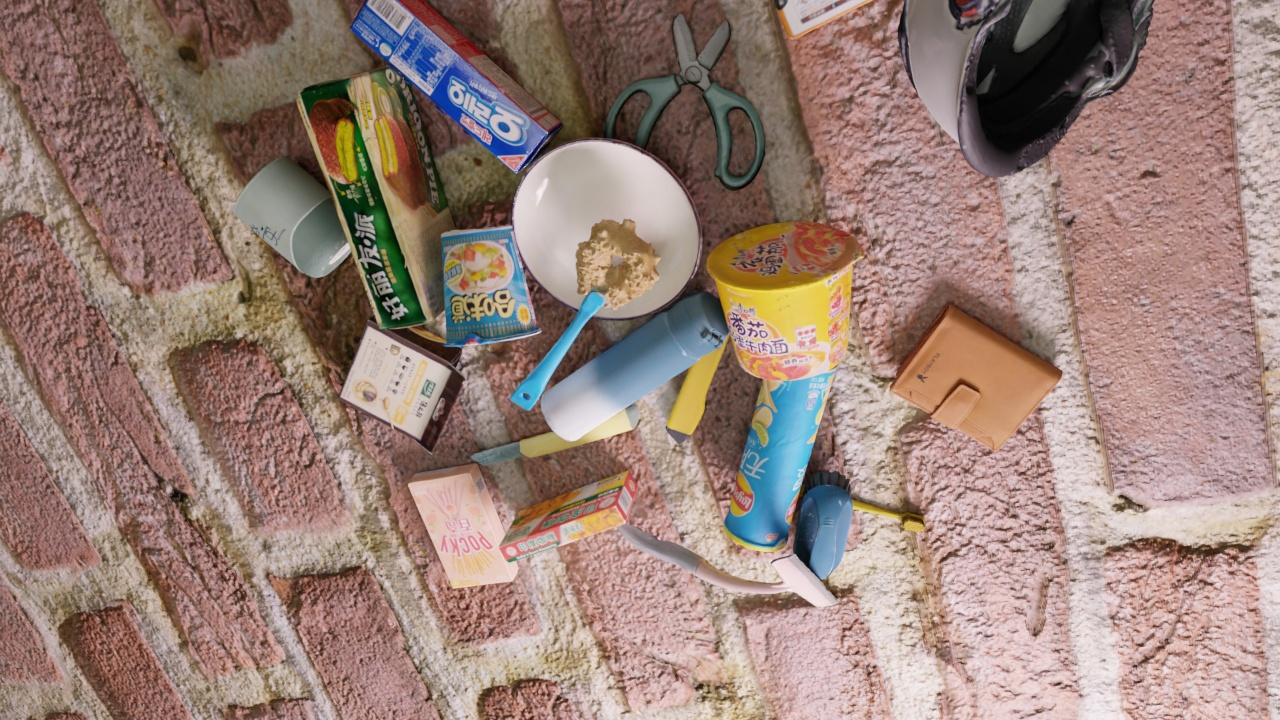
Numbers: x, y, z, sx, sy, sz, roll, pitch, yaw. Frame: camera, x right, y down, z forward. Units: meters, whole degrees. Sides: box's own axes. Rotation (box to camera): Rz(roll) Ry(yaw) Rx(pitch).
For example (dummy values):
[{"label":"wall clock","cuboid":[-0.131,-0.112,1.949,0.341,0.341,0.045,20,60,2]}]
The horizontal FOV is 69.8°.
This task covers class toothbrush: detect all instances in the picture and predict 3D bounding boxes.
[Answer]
[{"label":"toothbrush","cuboid":[0.218,0.156,1.007,0.190,0.016,0.016,15,116,5]}]

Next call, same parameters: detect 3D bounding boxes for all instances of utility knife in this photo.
[{"label":"utility knife","cuboid":[-0.097,0.090,1.041,0.212,0.022,0.031,-18,108,11]},{"label":"utility knife","cuboid":[0.065,0.017,0.977,0.033,0.015,0.171,19,115,-4]}]

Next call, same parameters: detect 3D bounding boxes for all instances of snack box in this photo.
[{"label":"snack box","cuboid":[-0.082,0.178,1.045,0.156,0.076,0.027,-22,107,20]},{"label":"snack box","cuboid":[-0.172,-0.269,0.872,0.207,0.058,0.057,40,115,-7]},{"label":"snack box","cuboid":[-0.245,-0.161,0.905,0.063,0.114,0.240,-8,112,16]},{"label":"snack box","cuboid":[-0.260,0.023,1.025,0.125,0.053,0.113,28,116,-3]},{"label":"snack box","cuboid":[-0.213,0.202,1.111,0.084,0.026,0.157,-11,111,16]},{"label":"snack box","cuboid":[0.184,-0.344,0.783,0.154,0.026,0.075,-22,108,19]}]

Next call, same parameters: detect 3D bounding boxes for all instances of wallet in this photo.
[{"label":"wallet","cuboid":[0.332,0.019,0.916,0.132,0.031,0.108,31,115,-2]}]

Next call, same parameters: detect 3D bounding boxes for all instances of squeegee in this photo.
[{"label":"squeegee","cuboid":[0.076,0.225,1.018,0.250,0.040,0.247,12,162,28]}]

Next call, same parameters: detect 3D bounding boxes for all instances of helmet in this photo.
[{"label":"helmet","cuboid":[0.296,-0.296,0.698,0.157,0.229,0.275,52,125,34]}]

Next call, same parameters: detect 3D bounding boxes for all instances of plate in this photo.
[{"label":"plate","cuboid":[-0.031,-0.131,0.906,0.192,0.038,0.193,8,124,11]}]

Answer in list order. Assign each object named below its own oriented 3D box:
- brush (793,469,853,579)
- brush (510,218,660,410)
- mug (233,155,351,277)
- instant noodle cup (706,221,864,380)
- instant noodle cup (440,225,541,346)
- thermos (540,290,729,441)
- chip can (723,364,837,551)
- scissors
[{"label":"brush","cuboid":[0.194,0.186,0.979,0.055,0.073,0.144,6,133,7]},{"label":"brush","cuboid":[-0.065,-0.037,0.921,0.083,0.045,0.255,32,122,-8]},{"label":"mug","cuboid":[-0.358,-0.140,0.963,0.106,0.082,0.112,41,145,-9]},{"label":"instant noodle cup","cuboid":[0.138,-0.054,0.869,0.138,0.137,0.110,-5,121,13]},{"label":"instant noodle cup","cuboid":[-0.153,-0.075,0.902,0.099,0.099,0.110,-5,98,13]},{"label":"thermos","cuboid":[-0.006,0.006,0.955,0.221,0.070,0.070,-34,103,25]},{"label":"chip can","cuboid":[0.143,0.091,0.952,0.071,0.071,0.210,14,111,5]},{"label":"scissors","cuboid":[0.033,-0.231,0.870,0.181,0.019,0.170,-14,112,18]}]
